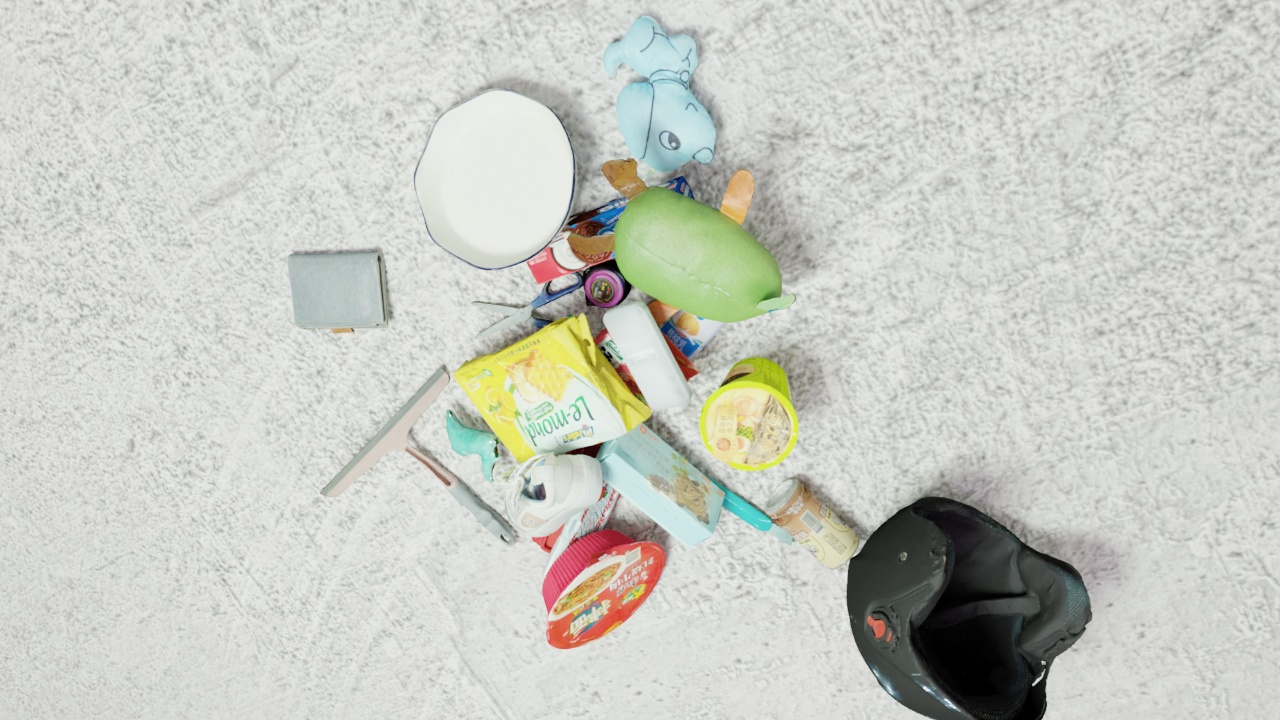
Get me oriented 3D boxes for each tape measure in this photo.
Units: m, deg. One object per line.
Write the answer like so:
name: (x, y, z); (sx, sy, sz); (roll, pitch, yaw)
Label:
tape measure: (-0.040, -0.093, 1.112); (0.058, 0.039, 0.057); (0, 112, 19)

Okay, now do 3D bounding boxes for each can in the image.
can: (0.217, 0.207, 1.163); (0.116, 0.058, 0.059); (42, 115, -6)
can: (0.081, -0.060, 1.087); (0.053, 0.053, 0.135); (40, 115, -5)

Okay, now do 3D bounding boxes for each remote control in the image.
remote control: (0.009, -0.004, 1.038); (0.056, 0.020, 0.136); (-15, 114, 32)

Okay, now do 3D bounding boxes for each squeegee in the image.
squeegee: (-0.267, 0.173, 1.277); (0.248, 0.040, 0.249); (-44, 103, 8)

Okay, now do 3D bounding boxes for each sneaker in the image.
sneaker: (-0.140, 0.171, 1.160); (0.090, 0.089, 0.243); (8, 158, -27)

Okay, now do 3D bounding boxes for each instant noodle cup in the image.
instant noodle cup: (-0.060, 0.293, 1.220); (0.066, 0.193, 0.194); (45, 121, 34)
instant noodle cup: (0.132, 0.054, 1.084); (0.112, 0.123, 0.112); (4, 112, 10)

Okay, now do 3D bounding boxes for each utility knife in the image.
utility knife: (0.122, 0.189, 1.203); (0.187, 0.013, 0.029); (34, 119, 0)

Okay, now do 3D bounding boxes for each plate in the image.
plate: (-0.162, -0.205, 1.058); (0.205, 0.045, 0.205); (1, 92, 20)

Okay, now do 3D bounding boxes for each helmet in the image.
helmet: (0.355, 0.296, 1.057); (0.233, 0.274, 0.231); (19, 145, -18)

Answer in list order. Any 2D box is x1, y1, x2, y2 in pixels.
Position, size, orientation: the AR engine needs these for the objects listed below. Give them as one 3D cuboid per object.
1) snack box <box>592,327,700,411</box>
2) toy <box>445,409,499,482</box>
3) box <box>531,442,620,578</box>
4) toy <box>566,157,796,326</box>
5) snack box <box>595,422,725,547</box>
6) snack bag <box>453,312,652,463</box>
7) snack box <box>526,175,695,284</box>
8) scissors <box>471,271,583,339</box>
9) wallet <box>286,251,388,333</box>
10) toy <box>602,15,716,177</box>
snack box: (-0.007, 0.006, 1.108); (0.113, 0.044, 0.127); (45, 149, -7)
toy: (-0.219, 0.114, 1.211); (0.092, 0.030, 0.096); (9, 117, 35)
box: (-0.084, 0.198, 1.211); (0.095, 0.098, 0.202); (25, 115, 2)
toy: (0.048, -0.116, 0.992); (0.246, 0.089, 0.228); (29, 129, -8)
snack box: (0.025, 0.152, 1.152); (0.175, 0.074, 0.052); (41, 131, -15)
snack bag: (-0.112, 0.034, 1.128); (0.247, 0.068, 0.158); (-19, 112, 44)
snack box: (-0.035, -0.152, 1.076); (0.208, 0.058, 0.057); (-17, 110, 19)
scissors: (-0.133, -0.063, 1.152); (0.162, 0.012, 0.163); (35, 105, 13)
wallet: (-0.394, -0.088, 1.201); (0.130, 0.037, 0.106); (0, 101, 13)
toy: (0.021, -0.283, 1.013); (0.161, 0.049, 0.156); (28, 114, 7)
